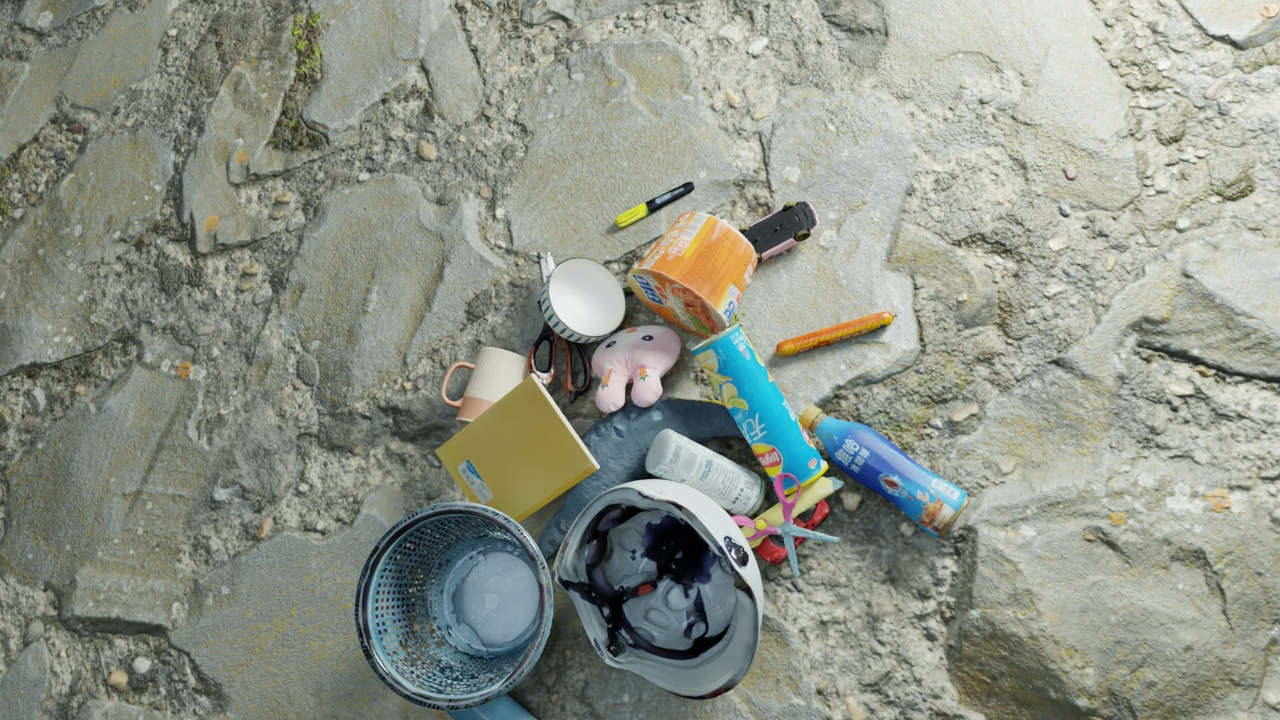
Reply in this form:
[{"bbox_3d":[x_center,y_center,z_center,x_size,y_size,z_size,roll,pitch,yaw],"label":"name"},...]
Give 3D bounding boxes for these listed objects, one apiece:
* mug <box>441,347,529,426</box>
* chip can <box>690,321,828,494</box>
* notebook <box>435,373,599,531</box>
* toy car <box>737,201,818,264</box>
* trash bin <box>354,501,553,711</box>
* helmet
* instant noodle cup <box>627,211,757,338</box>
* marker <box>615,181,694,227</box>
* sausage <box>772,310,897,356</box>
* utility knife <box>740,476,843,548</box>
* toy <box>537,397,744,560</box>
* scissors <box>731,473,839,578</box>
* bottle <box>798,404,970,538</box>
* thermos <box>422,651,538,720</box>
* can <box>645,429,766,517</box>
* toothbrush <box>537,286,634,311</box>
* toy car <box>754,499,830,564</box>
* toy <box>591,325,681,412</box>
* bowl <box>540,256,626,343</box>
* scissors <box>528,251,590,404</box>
[{"bbox_3d":[-0.210,0.040,1.247,0.114,0.082,0.105,17,76,-6],"label":"mug"},{"bbox_3d":[0.145,0.058,1.124,0.071,0.071,0.210,-32,92,4],"label":"chip can"},{"bbox_3d":[-0.163,0.126,1.178,0.207,0.010,0.146,-37,88,31],"label":"notebook"},{"bbox_3d":[0.182,-0.170,1.240,0.123,0.037,0.056,-26,67,19],"label":"toy car"},{"bbox_3d":[-0.200,0.290,1.111,0.227,0.195,0.226,-1,78,6],"label":"trash bin"},{"bbox_3d":[0.040,0.253,1.087,0.258,0.145,0.230,45,116,7],"label":"helmet"},{"bbox_3d":[0.075,-0.115,1.197,0.151,0.151,0.111,27,74,19],"label":"instant noodle cup"},{"bbox_3d":[0.021,-0.223,1.305,0.124,0.015,0.018,-26,73,4],"label":"marker"},{"bbox_3d":[0.251,-0.034,1.190,0.165,0.021,0.021,-17,71,9],"label":"sausage"},{"bbox_3d":[0.174,0.186,1.115,0.163,0.018,0.031,-38,66,18],"label":"utility knife"},{"bbox_3d":[-0.009,0.129,1.181,0.356,0.091,0.138,-35,97,4],"label":"toy"},{"bbox_3d":[0.173,0.195,1.099,0.133,0.017,0.136,10,100,13],"label":"scissors"},{"bbox_3d":[0.287,0.127,1.112,0.219,0.065,0.065,35,85,21],"label":"bottle"},{"bbox_3d":[-0.177,0.450,1.138,0.220,0.070,0.070,31,84,20],"label":"thermos"},{"bbox_3d":[0.080,0.139,1.124,0.146,0.058,0.058,28,81,-19],"label":"can"},{"bbox_3d":[-0.056,-0.089,1.289,0.186,0.012,0.017,-7,79,12],"label":"toothbrush"},{"bbox_3d":[0.185,0.205,1.134,0.106,0.031,0.049,-45,68,1],"label":"toy car"},{"bbox_3d":[-0.007,0.007,1.195,0.121,0.054,0.159,-11,36,14],"label":"toy"},{"bbox_3d":[-0.085,-0.074,1.244,0.116,0.066,0.116,11,65,-26],"label":"bowl"},{"bbox_3d":[-0.127,-0.050,1.260,0.206,0.015,0.193,47,55,-4],"label":"scissors"}]
